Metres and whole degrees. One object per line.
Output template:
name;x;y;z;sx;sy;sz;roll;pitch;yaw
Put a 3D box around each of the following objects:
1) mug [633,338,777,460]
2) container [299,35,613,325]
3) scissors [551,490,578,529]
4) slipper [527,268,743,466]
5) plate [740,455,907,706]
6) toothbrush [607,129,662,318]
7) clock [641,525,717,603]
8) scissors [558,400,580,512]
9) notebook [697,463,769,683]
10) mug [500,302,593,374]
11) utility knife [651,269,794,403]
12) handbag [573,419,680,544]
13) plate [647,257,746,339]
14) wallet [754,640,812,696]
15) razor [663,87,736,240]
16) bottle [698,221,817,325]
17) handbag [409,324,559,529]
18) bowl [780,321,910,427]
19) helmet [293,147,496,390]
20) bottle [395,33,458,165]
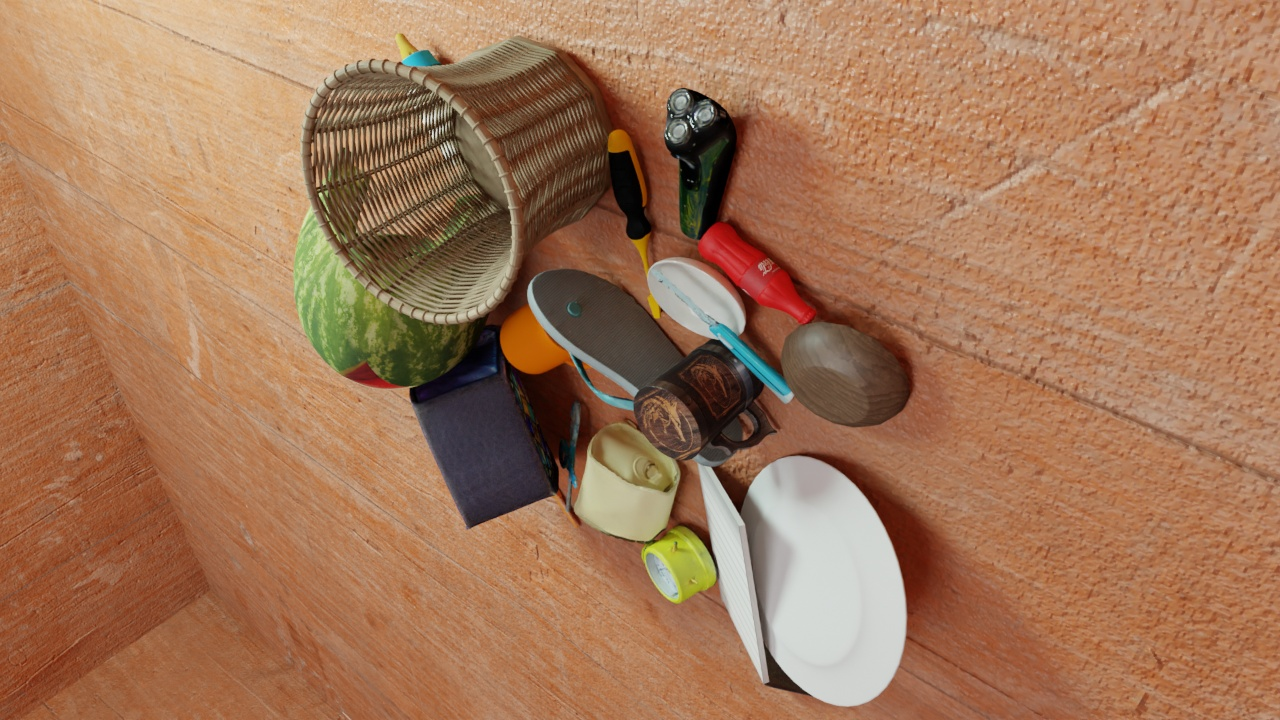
mug;0.068;0.048;0.877;0.116;0.107;0.080;54;143;-1
container;-0.150;-0.175;0.829;0.227;0.195;0.227;15;125;23
scissors;-0.118;0.179;1.257;0.128;0.013;0.064;56;143;-2
slipper;-0.006;0.005;0.942;0.269;0.098;0.055;41;146;2
plate;0.163;0.215;0.896;0.243;0.016;0.242;16;109;58
toothbrush;-0.002;-0.126;0.880;0.031;0.030;0.197;3;125;26
clock;0.043;0.247;1.099;0.083;0.057;0.119;58;154;8
scissors;-0.088;0.119;1.131;0.138;0.011;0.134;151;121;-72
notebook;0.099;0.222;0.992;0.142;0.009;0.210;-120;17;-62
mug;-0.087;-0.024;1.022;0.112;0.077;0.096;34;149;-22
utility knife;0.077;-0.024;0.854;0.181;0.015;0.022;41;149;-7
handbag;-0.013;0.148;1.071;0.111;0.081;0.119;31;136;16
plate;0.057;-0.063;0.856;0.104;0.026;0.104;28;154;15
wallet;0.167;0.338;1.067;0.100;0.031;0.120;-9;110;47
razor;0.045;-0.159;0.776;0.054;0.067;0.152;37;148;26
bottle;0.104;-0.073;0.802;0.119;0.036;0.036;42;141;14
handbag;-0.192;0.077;1.138;0.222;0.125;0.205;-122;11;-73
bowl;0.170;0.020;0.789;0.118;0.030;0.118;25;146;18
helmet;-0.271;-0.085;1.023;0.213;0.242;0.248;11;147;-7
bottle;-0.216;-0.279;0.967;0.051;0.051;0.146;-20;103;52
